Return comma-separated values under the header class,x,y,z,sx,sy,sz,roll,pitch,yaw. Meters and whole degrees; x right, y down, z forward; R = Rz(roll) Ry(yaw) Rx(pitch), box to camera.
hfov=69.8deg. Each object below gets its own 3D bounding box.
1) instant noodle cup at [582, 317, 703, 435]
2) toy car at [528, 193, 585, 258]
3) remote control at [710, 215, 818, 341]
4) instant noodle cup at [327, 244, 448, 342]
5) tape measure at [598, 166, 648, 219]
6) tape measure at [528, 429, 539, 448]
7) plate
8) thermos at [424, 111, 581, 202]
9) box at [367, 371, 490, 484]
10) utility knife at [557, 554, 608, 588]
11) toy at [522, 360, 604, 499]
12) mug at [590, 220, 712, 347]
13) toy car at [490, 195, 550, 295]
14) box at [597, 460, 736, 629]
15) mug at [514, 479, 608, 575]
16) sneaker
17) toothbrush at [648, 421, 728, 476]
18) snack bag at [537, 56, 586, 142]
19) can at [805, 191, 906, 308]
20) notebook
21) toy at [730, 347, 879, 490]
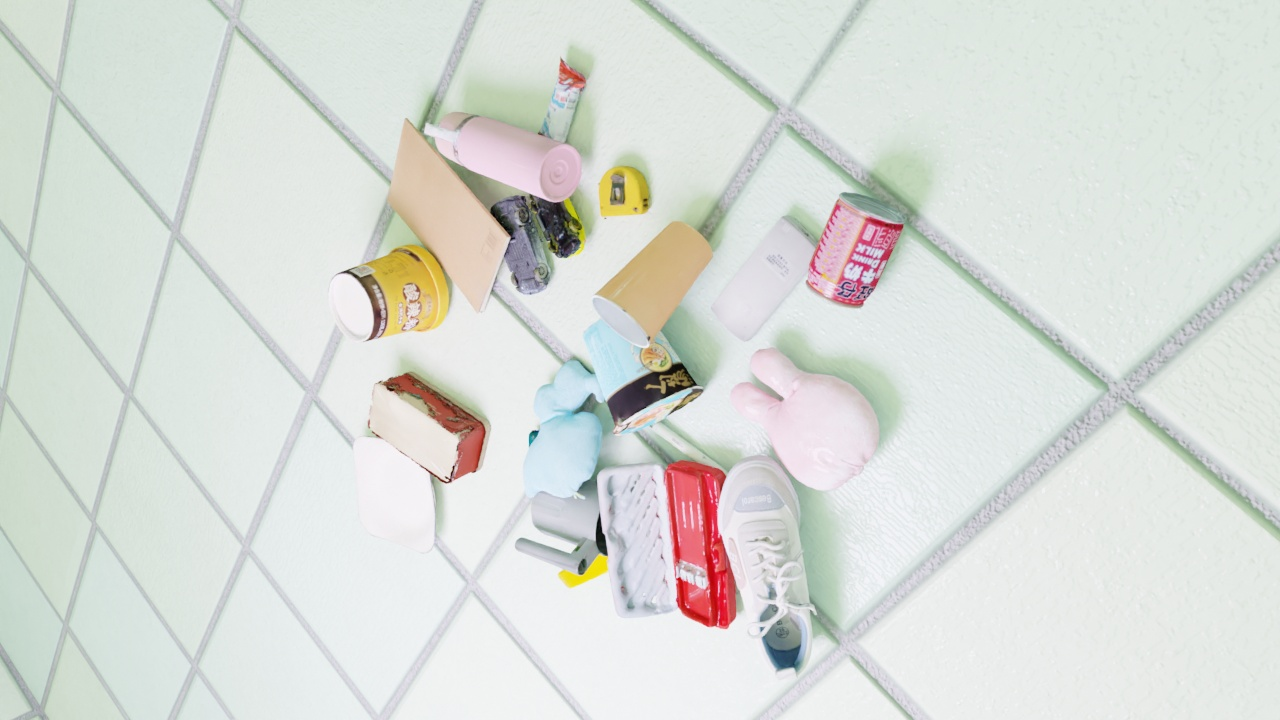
class,x,y,z,sx,sy,sz,roll,pitch,yaw
instant noodle cup,-0.006,0.006,1.016,0.111,0.111,0.120,-35,76,36
toy car,-0.094,-0.168,1.069,0.048,0.032,0.105,-39,68,34
remote control,0.129,-0.082,0.946,0.056,0.019,0.135,46,123,15
instant noodle cup,-0.331,-0.083,1.196,0.119,0.114,0.118,15,116,35
tape measure,-0.021,-0.186,1.015,0.060,0.028,0.057,3,104,34
tape measure,-0.120,0.120,1.168,0.055,0.025,0.058,9,108,34
plate,-0.351,0.191,1.340,0.164,0.034,0.164,10,108,33
thermos,-0.164,-0.241,1.053,0.199,0.087,0.067,27,105,34
box,-0.295,0.090,1.249,0.168,0.077,0.091,29,118,25
utility knife,-0.052,0.256,1.165,0.154,0.015,0.033,-32,77,37
toy,-0.090,0.090,1.100,0.162,0.049,0.156,-41,57,14
mug,0.017,-0.083,0.957,0.078,0.122,0.078,38,165,12
toy car,-0.142,-0.139,1.107,0.054,0.036,0.121,-7,105,40
box,0.034,0.211,1.056,0.160,0.064,0.201,1,109,20
mug,-0.081,0.196,1.105,0.103,0.123,0.084,11,133,34
sneaker,0.132,0.222,0.960,0.089,0.090,0.242,-10,104,11
toothbrush,0.081,0.121,1.034,0.189,0.020,0.029,36,115,22
snack bag,-0.091,-0.285,1.038,0.048,0.026,0.104,44,123,28
can,0.200,-0.103,0.862,0.066,0.066,0.094,32,118,24
notebook,-0.246,-0.179,1.155,0.211,0.012,0.150,49,141,14
toy,0.167,0.057,0.937,0.159,0.054,0.122,42,124,20
